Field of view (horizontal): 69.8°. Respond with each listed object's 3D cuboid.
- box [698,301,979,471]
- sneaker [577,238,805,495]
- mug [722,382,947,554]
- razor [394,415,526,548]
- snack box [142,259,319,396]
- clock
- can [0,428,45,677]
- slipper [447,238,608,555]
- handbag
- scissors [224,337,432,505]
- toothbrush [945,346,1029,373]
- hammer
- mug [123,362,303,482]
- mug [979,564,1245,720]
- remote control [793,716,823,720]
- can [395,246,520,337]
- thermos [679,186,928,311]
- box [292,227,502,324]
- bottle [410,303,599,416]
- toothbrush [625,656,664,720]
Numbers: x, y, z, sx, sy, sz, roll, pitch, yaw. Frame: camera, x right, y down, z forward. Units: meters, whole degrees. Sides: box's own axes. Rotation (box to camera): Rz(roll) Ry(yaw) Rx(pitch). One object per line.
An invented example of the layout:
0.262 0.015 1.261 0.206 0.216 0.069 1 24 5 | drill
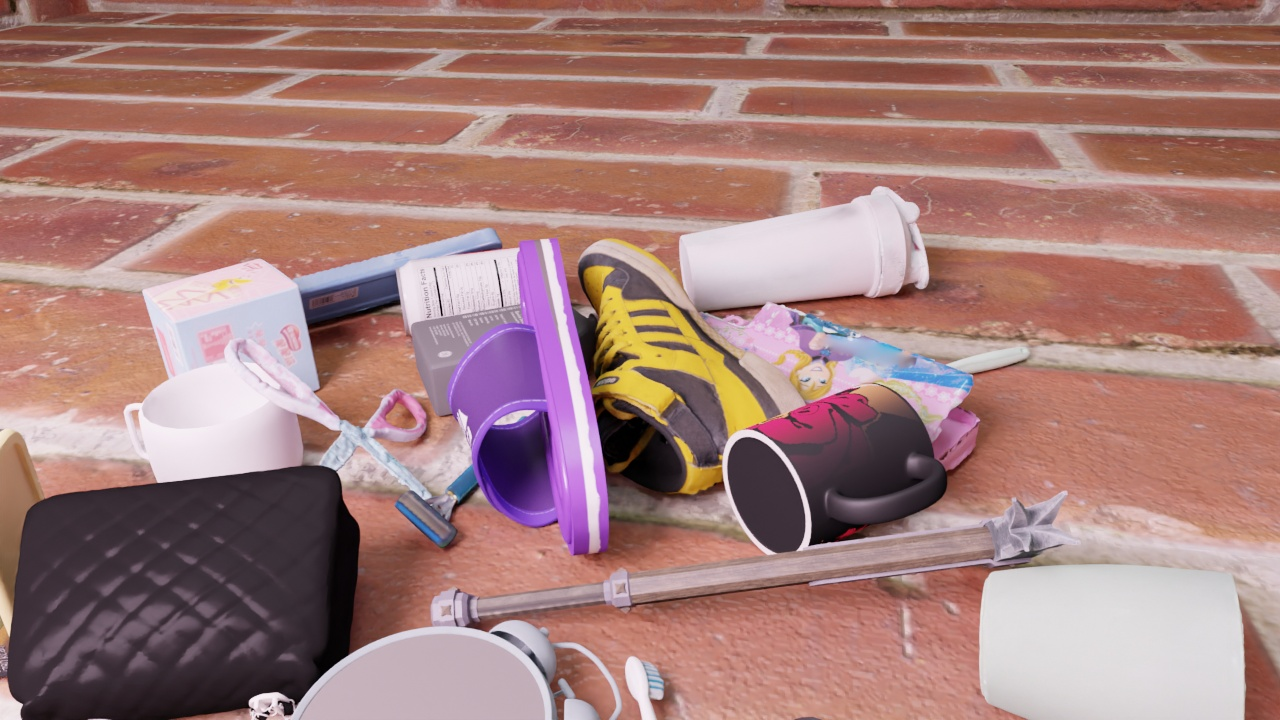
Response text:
0.127 0.010 0.673 0.084 0.071 0.230 -27 38 -38 | box
-0.004 0.004 0.647 0.121 0.086 0.238 -21 48 -34 | sneaker
0.123 0.068 0.544 0.098 0.082 0.118 -18 15 -27 | mug
-0.111 0.075 0.619 0.042 0.022 0.143 43 33 0 | razor
-0.316 -0.016 0.714 0.094 0.093 0.079 -24 36 -34 | snack box
-0.084 0.173 0.413 0.159 0.045 0.122 -18 34 -25 | clock
-0.365 0.102 0.467 0.101 0.131 0.072 -3 29 -9 | can
-0.082 0.019 0.601 0.084 0.107 0.266 -6 43 -8 | slipper
-0.225 0.134 0.475 0.153 0.115 0.125 -4 52 -11 | handbag
-0.200 0.037 0.613 0.177 0.013 0.170 38 14 -10 | scissors
0.248 0.008 0.729 0.154 0.015 0.022 -12 61 -19 | toothbrush
0.044 0.116 0.486 0.317 0.147 0.028 -8 71 5 | hammer
-0.290 0.051 0.618 0.115 0.068 0.094 2 29 6 | mug
0.223 0.137 0.442 0.104 0.084 0.111 0 -1 27 | mug
0.131 0.192 0.400 0.147 0.015 0.033 11 31 21 | remote control
-0.145 -0.060 0.811 0.132 0.070 0.070 -9 30 -14 | can
0.149 -0.099 0.848 0.220 0.099 0.099 -8 29 -4 | thermos
-0.236 -0.072 0.863 0.209 0.043 0.125 -19 2 -28 | box
-0.090 -0.010 0.743 0.173 0.046 0.083 -12 31 -19 | bottle
0.020 0.205 0.370 0.026 0.027 0.222 25 21 -23 | toothbrush
